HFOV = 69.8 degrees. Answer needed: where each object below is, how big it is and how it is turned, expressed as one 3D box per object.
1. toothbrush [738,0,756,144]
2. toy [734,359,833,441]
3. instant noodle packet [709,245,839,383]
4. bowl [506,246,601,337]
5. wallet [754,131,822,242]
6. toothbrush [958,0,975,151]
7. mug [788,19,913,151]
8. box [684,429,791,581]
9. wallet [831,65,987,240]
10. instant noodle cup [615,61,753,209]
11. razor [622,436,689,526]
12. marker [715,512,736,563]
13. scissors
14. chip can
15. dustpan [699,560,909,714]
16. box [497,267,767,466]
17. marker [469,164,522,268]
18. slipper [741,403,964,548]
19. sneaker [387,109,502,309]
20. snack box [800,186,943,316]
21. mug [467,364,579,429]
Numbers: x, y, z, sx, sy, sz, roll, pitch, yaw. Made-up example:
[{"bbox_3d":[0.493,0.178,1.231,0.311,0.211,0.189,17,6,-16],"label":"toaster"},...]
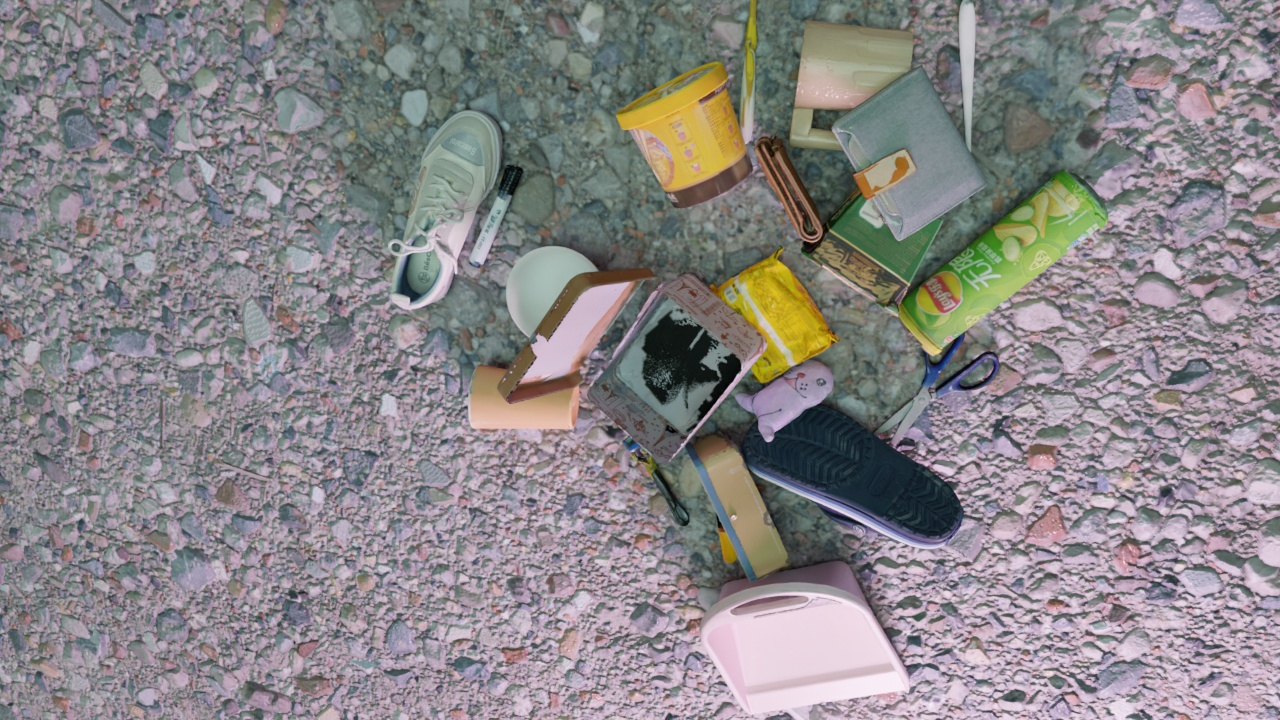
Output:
[{"bbox_3d":[0.113,-0.320,0.945,0.016,0.018,0.191,6,111,12],"label":"toothbrush"},{"bbox_3d":[0.167,0.038,1.035,0.108,0.084,0.039,-36,134,0],"label":"toy"},{"bbox_3d":[0.143,-0.050,1.024,0.111,0.044,0.128,-31,98,22],"label":"instant noodle packet"},{"bbox_3d":[-0.088,-0.080,1.050,0.118,0.064,0.118,4,111,11],"label":"bowl"},{"bbox_3d":[0.148,-0.176,0.918,0.031,0.131,0.108,-28,101,15],"label":"wallet"},{"bbox_3d":[0.328,-0.267,0.919,0.016,0.016,0.180,-4,109,11],"label":"toothbrush"},{"bbox_3d":[0.207,-0.269,0.912,0.103,0.084,0.125,8,119,8],"label":"mug"},{"bbox_3d":[0.111,0.164,1.078,0.059,0.089,0.184,-28,101,0],"label":"box"},{"bbox_3d":[0.250,-0.191,0.858,0.106,0.037,0.130,-34,103,3],"label":"wallet"},{"bbox_3d":[0.052,-0.228,0.944,0.119,0.118,0.114,-22,112,18],"label":"instant noodle cup"},{"bbox_3d":[0.023,0.146,1.133,0.042,0.022,0.143,-36,107,-23],"label":"razor"},{"bbox_3d":[0.103,0.193,1.137,0.018,0.015,0.124,-8,105,10],"label":"marker"},{"bbox_3d":[0.317,0.031,1.032,0.171,0.012,0.141,-19,106,18],"label":"scissors"},{"bbox_3d":[0.367,-0.100,0.942,0.072,0.072,0.222,45,112,-6],"label":"chip can"},{"bbox_3d":[0.188,0.356,1.111,0.223,0.138,0.273,-18,104,17],"label":"dustpan"},{"bbox_3d":[0.004,0.015,0.982,0.156,0.226,0.181,51,124,20],"label":"box"},{"bbox_3d":[-0.169,-0.166,1.062,0.022,0.018,0.131,33,113,8],"label":"marker"},{"bbox_3d":[0.240,0.134,1.048,0.253,0.105,0.095,25,156,17],"label":"slipper"},{"bbox_3d":[-0.230,-0.166,1.036,0.089,0.090,0.243,25,112,1],"label":"sneaker"},{"bbox_3d":[0.241,-0.128,0.937,0.118,0.117,0.106,33,109,0],"label":"snack box"},{"bbox_3d":[-0.138,0.048,1.106,0.123,0.078,0.078,4,110,5],"label":"mug"}]
